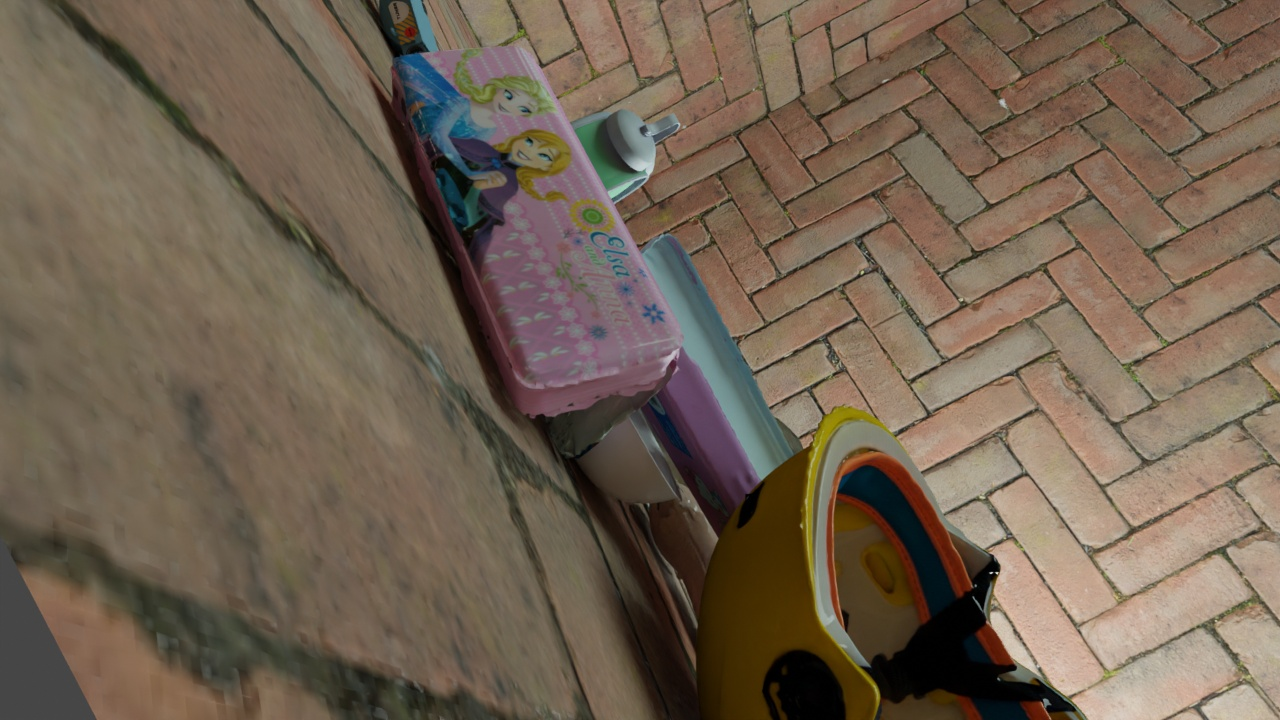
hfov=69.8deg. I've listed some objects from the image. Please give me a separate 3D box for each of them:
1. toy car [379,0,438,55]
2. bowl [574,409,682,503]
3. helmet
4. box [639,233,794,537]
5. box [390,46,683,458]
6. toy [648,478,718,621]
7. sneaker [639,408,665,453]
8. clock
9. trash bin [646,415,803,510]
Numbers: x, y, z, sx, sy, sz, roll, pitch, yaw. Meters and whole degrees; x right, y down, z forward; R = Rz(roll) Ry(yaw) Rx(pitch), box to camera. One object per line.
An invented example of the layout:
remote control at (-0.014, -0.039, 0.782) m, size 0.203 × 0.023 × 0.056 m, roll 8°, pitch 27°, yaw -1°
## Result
toy car at (-0.165, -0.230, 0.654) m, size 0.060 × 0.027 × 0.107 m, roll 48°, pitch 24°, yaw -82°
bowl at (-0.021, 0.039, 0.515) m, size 0.110 × 0.040 × 0.110 m, roll 62°, pitch 2°, yaw -4°
helmet at (0.102, 0.158, 0.452) m, size 0.208 × 0.140 × 0.240 m, roll -8°, pitch 67°, yaw -57°
box at (0.042, 0.040, 0.554) m, size 0.214 × 0.062 × 0.139 m, roll 60°, pitch 21°, yaw -27°
box at (-0.063, -0.059, 0.480) m, size 0.091 × 0.084 × 0.230 m, roll 107°, pitch -37°, yaw -51°
toy at (0.073, 0.205, 0.629) m, size 0.264 × 0.065 × 0.196 m, roll 54°, pitch -14°, yaw 46°
sneaker at (-0.004, 0.004, 0.723) m, size 0.089 × 0.091 × 0.242 m, roll 60°, pitch 2°, yaw -25°
clock at (-0.040, -0.142, 0.709) m, size 0.075 × 0.161 × 0.122 m, roll 61°, pitch 3°, yaw -5°
trash bin at (0.080, 0.128, 0.793) m, size 0.161 × 0.133 × 0.133 m, roll 70°, pitch -6°, yaw -65°
